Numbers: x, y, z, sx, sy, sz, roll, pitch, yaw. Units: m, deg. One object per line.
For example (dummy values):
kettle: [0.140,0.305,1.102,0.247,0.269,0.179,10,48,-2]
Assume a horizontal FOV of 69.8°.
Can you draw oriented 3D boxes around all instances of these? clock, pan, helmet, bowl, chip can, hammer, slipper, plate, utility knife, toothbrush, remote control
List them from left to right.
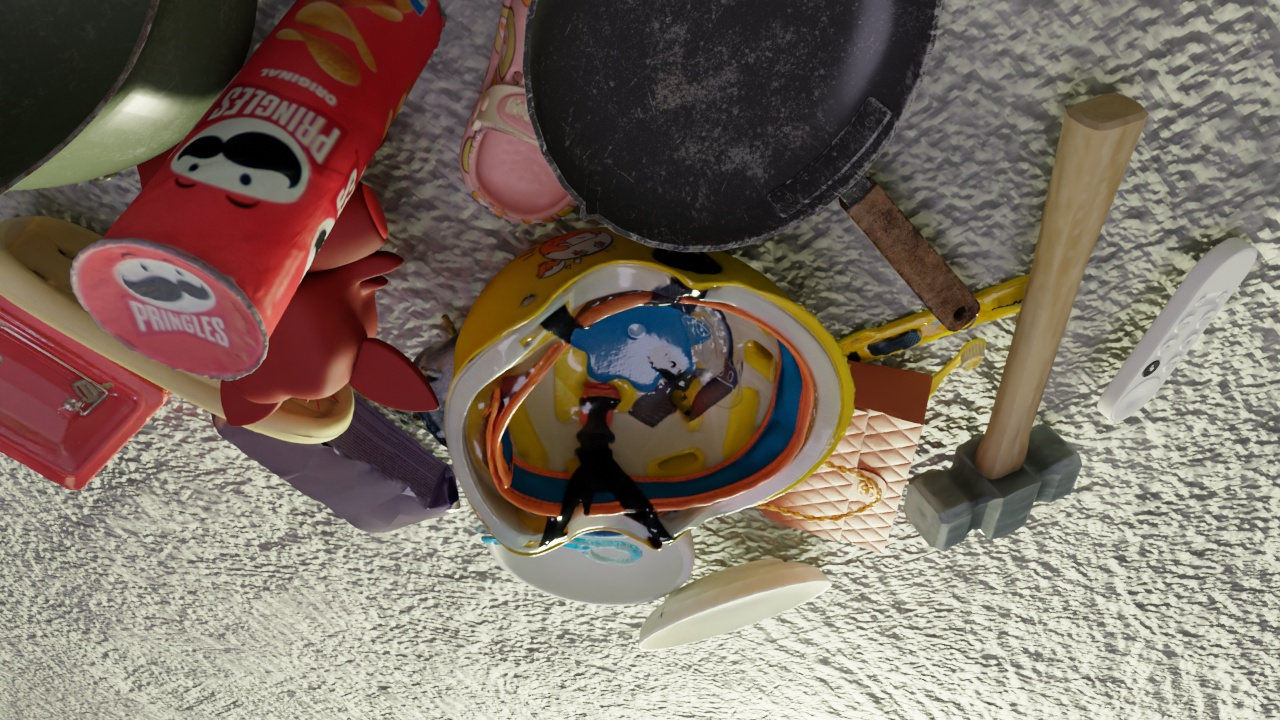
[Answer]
helmet: [-0.281,-0.169,0.410,0.268,0.153,0.227,-13,94,11]
slipper: [-0.307,-0.039,0.626,0.261,0.111,0.079,28,113,-14]
chip can: [-0.156,-0.102,0.415,0.073,0.232,0.073,7,140,6]
clock: [-0.107,0.030,0.659,0.052,0.090,0.129,-27,123,27]
slipper: [-0.042,-0.130,0.478,0.093,0.081,0.198,20,139,-13]
bowl: [-0.040,0.138,0.780,0.176,0.066,0.177,6,138,5]
helmet: [-0.003,0.003,0.577,0.240,0.139,0.209,-5,128,-11]
plate: [0.081,0.216,0.828,0.182,0.034,0.182,-15,156,-7]
pan: [0.090,-0.111,0.473,0.208,0.040,0.356,-43,131,12]
toothbrush: [0.194,0.026,0.650,0.021,0.016,0.136,28,135,-15]
utility knife: [0.193,-0.026,0.596,0.156,0.017,0.030,-23,138,28]
hammer: [0.238,-0.006,0.556,0.117,0.051,0.323,-19,135,-14]
remote control: [0.322,-0.015,0.556,0.043,0.013,0.137,-10,135,-28]

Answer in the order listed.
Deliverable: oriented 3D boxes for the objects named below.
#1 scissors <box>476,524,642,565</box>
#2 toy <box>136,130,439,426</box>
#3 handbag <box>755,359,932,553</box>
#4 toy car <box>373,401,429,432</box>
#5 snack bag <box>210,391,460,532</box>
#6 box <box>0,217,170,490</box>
scissors: [-0.068,0.135,0.724,0.140,0.015,0.083,6,140,7]
toy: [-0.209,-0.057,0.540,0.158,0.120,0.197,-6,113,14]
handbag: [0.138,0.073,0.671,0.109,0.060,0.172,14,143,15]
toy car: [-0.165,0.036,0.697,0.105,0.032,0.048,20,159,39]
snack bag: [-0.250,0.080,0.764,0.097,0.058,0.205,-23,128,30]
box: [-0.433,-0.013,0.684,0.137,0.122,0.157,-37,119,18]
